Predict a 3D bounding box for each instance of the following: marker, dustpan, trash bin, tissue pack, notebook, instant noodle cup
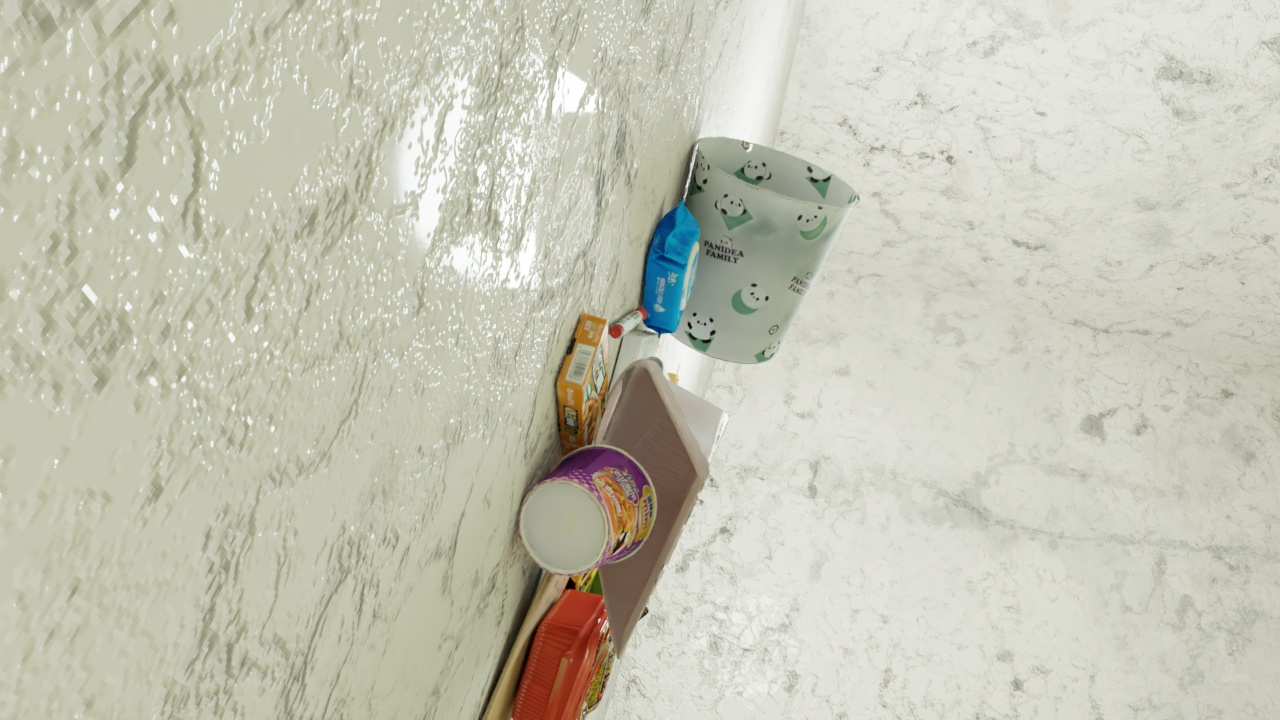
[{"bbox_3d":[-0.013,-0.042,1.026,0.145,0.017,0.017,-47,151,-75],"label":"marker"},{"bbox_3d":[-0.012,0.124,0.934,0.223,0.139,0.272,-67,174,22],"label":"dustpan"},{"bbox_3d":[0.146,-0.148,1.267,0.229,0.229,0.252,-61,171,-61],"label":"trash bin"},{"bbox_3d":[0.039,-0.109,1.120,0.157,0.052,0.094,95,11,-48],"label":"tissue pack"},{"bbox_3d":[-0.116,0.294,0.942,0.148,0.008,0.207,88,24,-68],"label":"notebook"},{"bbox_3d":[-0.050,0.136,0.804,0.099,0.111,0.111,-15,121,-73],"label":"instant noodle cup"},{"bbox_3d":[-0.074,0.323,0.972,0.188,0.079,0.164,-37,145,-77],"label":"instant noodle cup"}]

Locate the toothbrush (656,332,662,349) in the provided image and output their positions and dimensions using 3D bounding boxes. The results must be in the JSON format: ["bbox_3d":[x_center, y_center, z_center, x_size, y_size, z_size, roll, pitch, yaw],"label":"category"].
[{"bbox_3d":[0.027,-0.025,1.358,0.190,0.018,0.016,-65,170,-52],"label":"toothbrush"}]

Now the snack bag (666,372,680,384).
[{"bbox_3d":[0.033,0.133,1.371,0.129,0.073,0.207,81,18,-73],"label":"snack bag"}]

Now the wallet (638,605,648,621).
[{"bbox_3d":[-0.041,0.370,1.213,0.122,0.020,0.096,-40,165,-17],"label":"wallet"}]

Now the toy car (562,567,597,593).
[{"bbox_3d":[-0.067,0.230,1.108,0.155,0.041,0.071,-68,171,-49],"label":"toy car"}]

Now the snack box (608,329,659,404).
[{"bbox_3d":[-0.007,0.007,1.138,0.156,0.027,0.085,-23,128,-81],"label":"snack box"}]

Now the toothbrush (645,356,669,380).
[{"bbox_3d":[0.025,0.026,1.196,0.221,0.027,0.026,60,13,-79],"label":"toothbrush"}]

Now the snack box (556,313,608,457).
[{"bbox_3d":[-0.052,0.029,0.845,0.154,0.026,0.075,93,14,-59],"label":"snack box"}]

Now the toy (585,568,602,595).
[{"bbox_3d":[-0.036,0.265,1.232,0.226,0.090,0.247,-85,-168,-69],"label":"toy"}]
